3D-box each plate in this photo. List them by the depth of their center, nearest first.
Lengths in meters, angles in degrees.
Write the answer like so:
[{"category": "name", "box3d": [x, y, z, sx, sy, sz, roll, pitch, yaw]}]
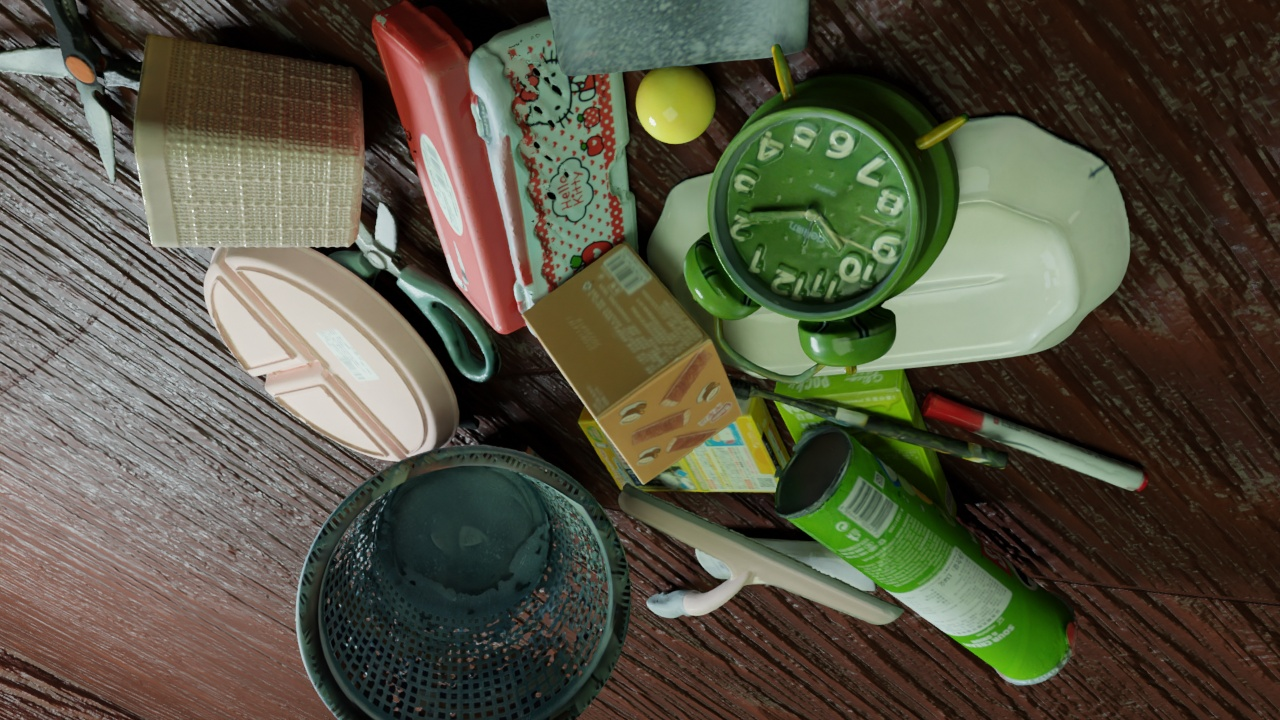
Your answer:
[{"category": "plate", "box3d": [0.125, -0.045, 0.516, 0.266, 0.034, 0.162, -5, 134, 29]}, {"category": "plate", "box3d": [-0.245, 0.001, 0.713, 0.230, 0.028, 0.230, 20, 141, 17]}]

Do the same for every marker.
[{"category": "marker", "box3d": [0.250, 0.052, 0.584, 0.145, 0.017, 0.017, 20, 141, 2]}, {"category": "marker", "box3d": [-0.193, 0.044, 0.776, 0.124, 0.015, 0.018, 9, 138, 17]}, {"category": "marker", "box3d": [-0.079, 0.098, 0.784, 0.015, 0.018, 0.124, -23, 123, 35]}]

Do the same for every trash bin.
[{"category": "trash bin", "box3d": [-0.137, 0.161, 0.717, 0.226, 0.226, 0.195, 33, 178, -13]}]

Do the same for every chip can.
[{"category": "chip can", "box3d": [0.194, 0.134, 0.617, 0.236, 0.072, 0.072, 36, 139, -20]}]

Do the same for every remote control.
[{"category": "remote control", "box3d": [0.121, 0.168, 0.768, 0.150, 0.021, 0.058, -1, 143, 26]}]

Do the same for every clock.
[{"category": "clock", "box3d": [0.084, -0.061, 0.449, 0.116, 0.056, 0.161, 27, 122, 17]}]

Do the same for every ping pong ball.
[{"category": "ping pong ball", "box3d": [0.018, -0.130, 0.462, 0.040, 0.040, 0.040, 13, 140, 11]}]

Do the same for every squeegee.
[{"category": "squeegee", "box3d": [0.052, 0.204, 0.800, 0.247, 0.040, 0.250, 25, 151, -10]}]

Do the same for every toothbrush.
[{"category": "toothbrush", "box3d": [0.138, 0.039, 0.577, 0.186, 0.017, 0.012, 15, 103, 7]}]

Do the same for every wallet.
[{"category": "wallet", "box3d": [0.015, -0.177, 0.403, 0.121, 0.019, 0.097, -5, 135, 3]}]

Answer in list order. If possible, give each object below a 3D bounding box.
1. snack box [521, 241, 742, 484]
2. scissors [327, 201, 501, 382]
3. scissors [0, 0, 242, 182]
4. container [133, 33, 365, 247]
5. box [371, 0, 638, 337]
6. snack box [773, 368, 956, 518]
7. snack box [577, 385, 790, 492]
[{"category": "snack box", "box3d": [-0.003, 0.003, 0.548, 0.092, 0.077, 0.094, 52, 176, 34]}, {"category": "scissors", "box3d": [-0.180, -0.046, 0.650, 0.181, 0.019, 0.170, -4, 131, 44]}, {"category": "scissors", "box3d": [-0.329, -0.192, 0.564, 0.221, 0.021, 0.234, 19, 140, 4]}, {"category": "container", "box3d": [-0.217, -0.118, 0.521, 0.110, 0.090, 0.090, 1, 145, -20]}, {"category": "box", "box3d": [-0.066, -0.110, 0.526, 0.102, 0.100, 0.202, 46, 156, 35]}, {"category": "snack box", "box3d": [0.158, 0.066, 0.633, 0.086, 0.026, 0.156, -8, 133, 30]}, {"category": "snack box", "box3d": [0.033, 0.061, 0.680, 0.141, 0.033, 0.087, -6, 134, 27]}]
